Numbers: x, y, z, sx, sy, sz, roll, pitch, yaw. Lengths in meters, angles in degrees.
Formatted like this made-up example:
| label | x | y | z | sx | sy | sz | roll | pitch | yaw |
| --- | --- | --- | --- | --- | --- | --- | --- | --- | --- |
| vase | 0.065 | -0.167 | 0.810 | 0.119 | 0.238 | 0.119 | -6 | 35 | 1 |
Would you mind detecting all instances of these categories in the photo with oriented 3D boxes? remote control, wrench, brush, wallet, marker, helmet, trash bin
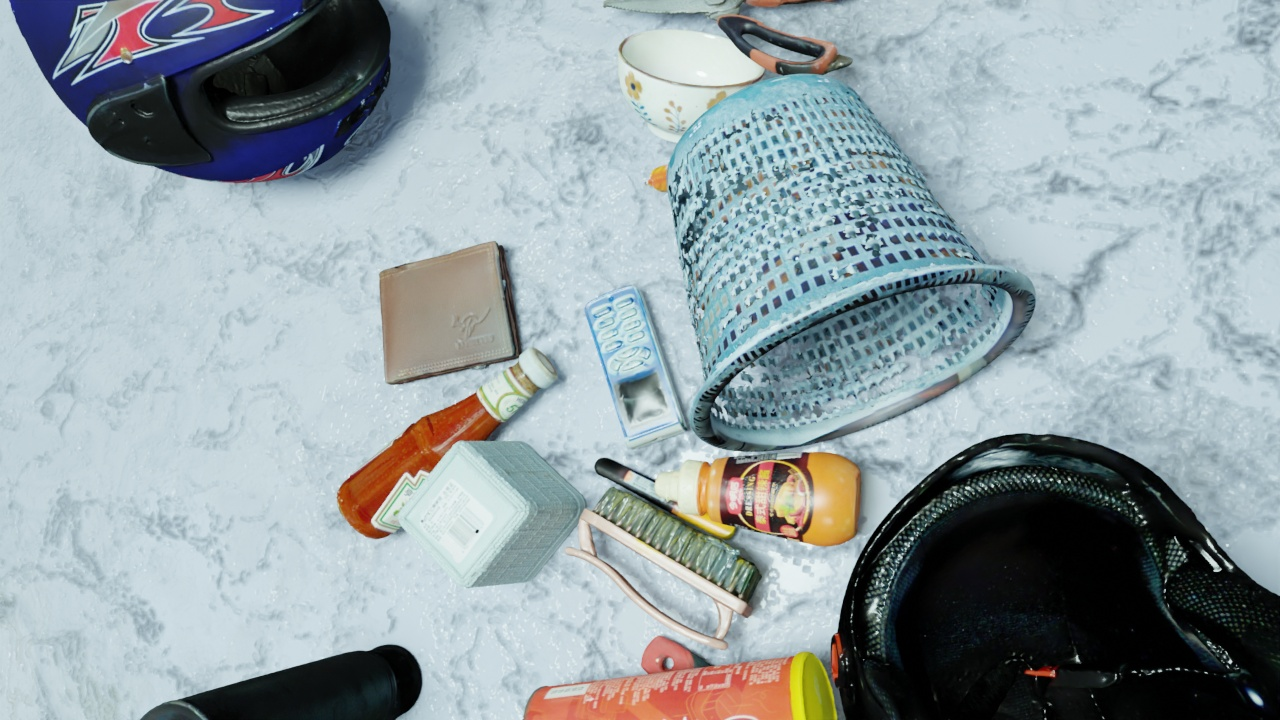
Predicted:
| label | x | y | z | sx | sy | sz | roll | pitch | yaw |
| --- | --- | --- | --- | --- | --- | --- | --- | --- | --- |
| remote control | -0.004 | 0.004 | 0.728 | 0.049 | 0.024 | 0.125 | -20 | 76 | 13 |
| wrench | 0.120 | 0.279 | 0.658 | 0.273 | 0.016 | 0.056 | 25 | 93 | 18 |
| brush | 0.015 | 0.151 | 0.682 | 0.146 | 0.063 | 0.073 | 27 | 80 | 18 |
| wallet | -0.165 | -0.038 | 0.778 | 0.125 | 0.032 | 0.101 | -12 | 82 | 15 |
| marker | 0.018 | 0.106 | 0.713 | 0.124 | 0.015 | 0.018 | 24 | 67 | 20 |
| helmet | -0.323 | -0.266 | 0.741 | 0.316 | 0.240 | 0.246 | 3 | 57 | 24 |
| trash bin | 0.115 | -0.073 | 0.621 | 0.227 | 0.226 | 0.195 | -23 | 64 | 12 |
| helmet | 0.229 | 0.182 | 0.529 | 0.233 | 0.230 | 0.274 | -14 | 79 | -1 |

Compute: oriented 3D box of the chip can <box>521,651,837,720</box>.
| label | x | y | z | sx | sy | sz | roll | pitch | yaw |
| --- | --- | --- | --- | --- | --- | --- | --- | --- | --- |
| chip can | 0.023 | 0.253 | 0.644 | 0.217 | 0.073 | 0.073 | -15 | 78 | 22 |

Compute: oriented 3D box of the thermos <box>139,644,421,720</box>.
| label | x | y | z | sx | sy | sz | roll | pitch | yaw |
| --- | --- | --- | --- | --- | --- | --- | --- | --- | --- |
| thermos | -0.240 | 0.261 | 0.646 | 0.068 | 0.242 | 0.090 | 3 | 82 | 17 |

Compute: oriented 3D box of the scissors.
| label | x | y | z | sx | sy | sz | roll | pitch | yaw |
| --- | --- | --- | --- | --- | --- | --- | --- | --- | --- |
| scissors | 0.080 | -0.277 | 0.722 | 0.226 | 0.015 | 0.188 | -12 | 55 | 4 |

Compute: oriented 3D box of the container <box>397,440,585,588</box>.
| label | x | y | z | sx | sy | sz | roll | pitch | yaw |
| --- | --- | --- | --- | --- | --- | --- | --- | --- | --- |
| container | -0.114 | 0.115 | 0.699 | 0.090 | 0.111 | 0.090 | 41 | 94 | 18 |

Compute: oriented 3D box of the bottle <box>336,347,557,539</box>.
| label | x | y | z | sx | sy | sz | roll | pitch | yaw |
| --- | --- | --- | --- | --- | --- | --- | --- | --- | --- |
| bottle | -0.155 | 0.065 | 0.745 | 0.206 | 0.059 | 0.059 | -39 | 74 | 8 |

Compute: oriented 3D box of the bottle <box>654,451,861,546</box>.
| label | x | y | z | sx | sy | sz | roll | pitch | yaw |
| --- | --- | --- | --- | --- | --- | --- | --- | --- | --- |
| bottle | 0.083 | 0.096 | 0.669 | 0.150 | 0.066 | 0.066 | 3 | 83 | 18 |

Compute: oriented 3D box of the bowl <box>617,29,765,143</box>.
| label | x | y | z | sx | sy | sz | roll | pitch | yaw |
| --- | --- | --- | --- | --- | --- | --- | --- | --- | --- |
| bowl | 0.035 | -0.209 | 0.716 | 0.113 | 0.113 | 0.062 | 25 | 132 | 18 |

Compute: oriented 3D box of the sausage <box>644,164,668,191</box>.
| label | x | y | z | sx | sy | sz | roll | pitch | yaw |
| --- | --- | --- | --- | --- | --- | --- | --- | --- | --- |
| sausage | 0.082 | -0.158 | 0.727 | 0.165 | 0.021 | 0.021 | -9 | 80 | 15 |
